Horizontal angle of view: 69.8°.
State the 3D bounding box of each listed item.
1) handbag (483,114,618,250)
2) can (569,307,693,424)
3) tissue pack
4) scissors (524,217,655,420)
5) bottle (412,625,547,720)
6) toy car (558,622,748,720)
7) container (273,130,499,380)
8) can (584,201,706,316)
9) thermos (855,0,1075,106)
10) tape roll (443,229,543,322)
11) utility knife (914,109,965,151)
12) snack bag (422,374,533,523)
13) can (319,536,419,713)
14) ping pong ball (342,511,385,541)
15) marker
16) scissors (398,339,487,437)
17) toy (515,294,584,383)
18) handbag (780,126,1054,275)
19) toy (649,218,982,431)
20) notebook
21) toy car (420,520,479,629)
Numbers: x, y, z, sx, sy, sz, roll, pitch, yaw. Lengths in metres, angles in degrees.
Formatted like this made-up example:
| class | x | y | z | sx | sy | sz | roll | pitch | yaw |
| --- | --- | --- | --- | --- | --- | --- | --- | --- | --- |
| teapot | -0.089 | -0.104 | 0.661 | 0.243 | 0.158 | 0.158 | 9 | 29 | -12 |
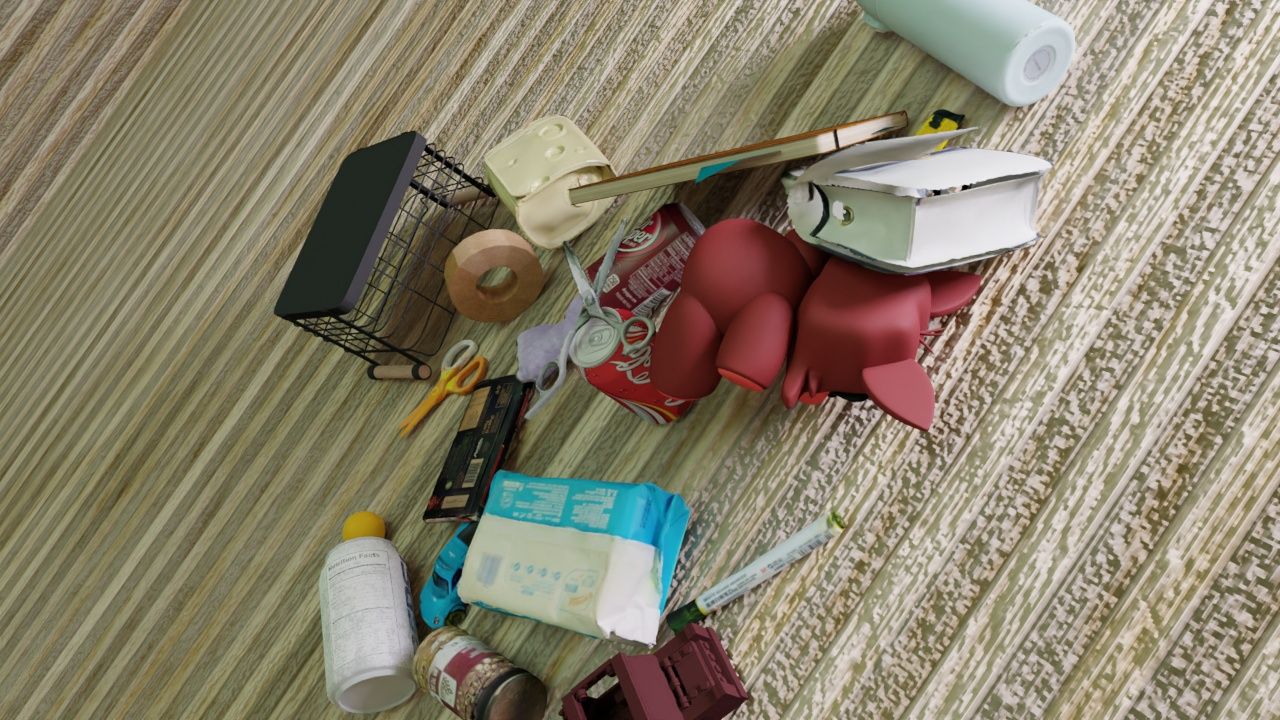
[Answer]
| class | x | y | z | sx | sy | sz | roll | pitch | yaw |
| --- | --- | --- | --- | --- | --- | --- | --- | --- | --- |
| handbag | -0.092 | -0.186 | 0.934 | 0.111 | 0.081 | 0.119 | -37 | 43 | 0 |
| can | -0.004 | 0.004 | 0.727 | 0.064 | 0.104 | 0.064 | -20 | 53 | 30 |
| tissue pack | -0.060 | 0.149 | 0.716 | 0.210 | 0.066 | 0.116 | -1 | 65 | 41 |
| scissors | -0.045 | -0.031 | 0.696 | 0.171 | 0.014 | 0.141 | -54 | 47 | 2 |
| bottle | -0.127 | 0.252 | 0.715 | 0.105 | 0.056 | 0.056 | 14 | 74 | 44 |
| toy car | -0.014 | 0.249 | 0.619 | 0.170 | 0.062 | 0.070 | -42 | 45 | 12 |
| container | -0.265 | -0.113 | 0.988 | 0.163 | 0.130 | 0.241 | -1 | 64 | 46 |
| can | 0.006 | -0.083 | 0.801 | 0.114 | 0.063 | 0.063 | -38 | 47 | 16 |
| thermos | 0.242 | -0.271 | 0.718 | 0.206 | 0.065 | 0.078 | 58 | 141 | 44 |
| tape roll | -0.144 | -0.082 | 0.904 | 0.094 | 0.094 | 0.027 | -41 | 46 | 13 |
| utility knife | 0.187 | -0.125 | 0.713 | 0.175 | 0.017 | 0.030 | -53 | 35 | 5 |
| snack bag | -0.150 | 0.080 | 0.849 | 0.075 | 0.018 | 0.154 | -10 | 49 | 37 |
| can | -0.238 | 0.230 | 0.804 | 0.078 | 0.078 | 0.136 | -37 | 47 | 16 |
| ping pong ball | -0.270 | 0.167 | 0.895 | 0.040 | 0.040 | 0.040 | -20 | 53 | 30 |
| marker | 0.079 | 0.148 | 0.636 | 0.147 | 0.017 | 0.017 | -36 | 47 | 17 |
| scissors | -0.211 | 0.029 | 0.950 | 0.131 | 0.012 | 0.073 | -39 | 45 | 13 |
| toy | -0.074 | -0.023 | 0.852 | 0.100 | 0.036 | 0.080 | -26 | 41 | 19 |
| handbag | 0.166 | -0.123 | 0.629 | 0.176 | 0.151 | 0.074 | 30 | 127 | 50 |
| toy | 0.117 | -0.026 | 0.634 | 0.197 | 0.121 | 0.157 | 15 | 46 | 22 |
| notebook | 0.078 | -0.162 | 0.736 | 0.250 | 0.178 | 0.014 | -3 | 106 | 38 |
| toy car | -0.161 | 0.185 | 0.801 | 0.048 | 0.032 | 0.105 | 26 | 84 | 45 |
